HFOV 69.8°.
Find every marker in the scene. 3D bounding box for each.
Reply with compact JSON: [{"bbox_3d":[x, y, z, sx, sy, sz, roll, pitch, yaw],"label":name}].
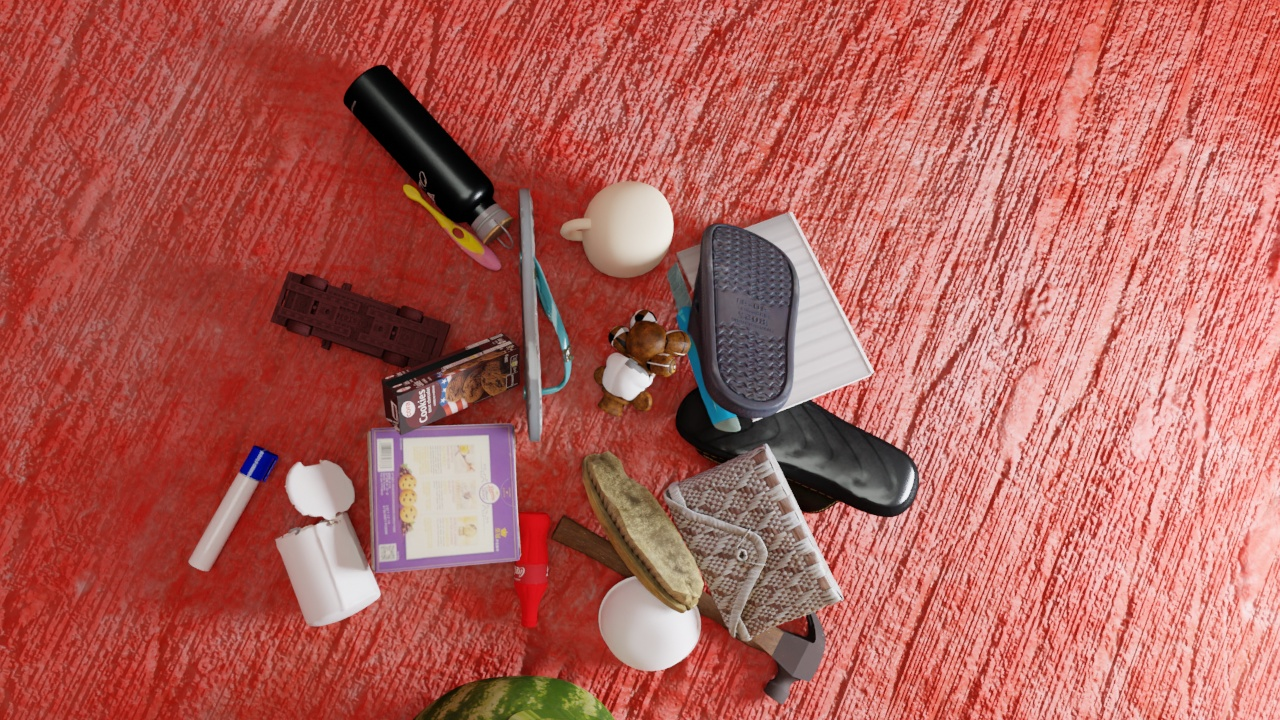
[{"bbox_3d":[-0.421,0.153,0.948,0.027,0.023,0.133,31,83,-26],"label":"marker"}]

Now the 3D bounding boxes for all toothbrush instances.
[{"bbox_3d":[-0.205,-0.144,0.999,0.135,0.016,0.021,41,81,-5],"label":"toothbrush"}]

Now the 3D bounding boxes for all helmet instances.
[{"bbox_3d":[-0.137,0.415,0.859,0.244,0.246,0.213,-15,110,32],"label":"helmet"}]

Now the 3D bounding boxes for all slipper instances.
[{"bbox_3d":[-0.101,-0.050,0.963,0.054,0.098,0.268,-3,86,-6],"label":"slipper"},{"bbox_3d":[0.168,0.098,1.001,0.268,0.076,0.112,21,75,9],"label":"slipper"},{"bbox_3d":[0.103,-0.034,0.949,0.110,0.084,0.267,13,46,-9],"label":"slipper"}]

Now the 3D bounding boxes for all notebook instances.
[{"bbox_3d":[0.146,-0.053,1.007,0.142,0.009,0.209,-21,72,-7],"label":"notebook"}]

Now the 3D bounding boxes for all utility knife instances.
[{"bbox_3d":[0.065,-0.015,1.000,0.031,0.015,0.205,-20,74,9],"label":"utility knife"}]

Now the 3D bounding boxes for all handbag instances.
[{"bbox_3d":[0.115,0.192,0.952,0.124,0.047,0.186,-26,92,10],"label":"handbag"}]

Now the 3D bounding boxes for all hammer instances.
[{"bbox_3d":[0.053,0.254,0.996,0.323,0.033,0.115,28,85,-4],"label":"hammer"}]

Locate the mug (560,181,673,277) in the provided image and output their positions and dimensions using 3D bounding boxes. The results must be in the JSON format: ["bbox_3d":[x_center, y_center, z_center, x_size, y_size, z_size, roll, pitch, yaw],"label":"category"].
[{"bbox_3d":[-0.024,-0.141,0.976,0.120,0.100,0.096,-2,86,-7],"label":"mug"}]

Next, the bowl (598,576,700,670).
[{"bbox_3d":[0.007,0.285,0.963,0.110,0.040,0.110,2,104,7],"label":"bowl"}]

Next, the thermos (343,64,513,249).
[{"bbox_3d":[-0.214,-0.207,0.977,0.061,0.061,0.231,-43,92,-8],"label":"thermos"}]

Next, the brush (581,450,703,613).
[{"bbox_3d":[0.000,0.175,0.963,0.059,0.043,0.195,-23,68,-33],"label":"brush"}]

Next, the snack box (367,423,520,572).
[{"bbox_3d":[-0.201,0.139,0.940,0.147,0.041,0.143,-1,80,-20],"label":"snack box"}]

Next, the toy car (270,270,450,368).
[{"bbox_3d":[-0.287,-0.037,0.957,0.170,0.062,0.070,18,84,-5],"label":"toy car"}]

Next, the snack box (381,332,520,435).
[{"bbox_3d":[-0.191,0.022,0.939,0.140,0.051,0.032,-24,47,-33],"label":"snack box"}]

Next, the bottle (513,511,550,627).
[{"bbox_3d":[-0.116,0.222,0.974,0.036,0.036,0.119,3,86,-7],"label":"bottle"}]

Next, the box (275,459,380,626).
[{"bbox_3d":[-0.321,0.181,0.929,0.083,0.093,0.166,-21,86,-47],"label":"box"}]

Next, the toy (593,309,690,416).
[{"bbox_3d":[-0.006,0.006,0.991,0.087,0.067,0.113,33,103,24],"label":"toy"}]
